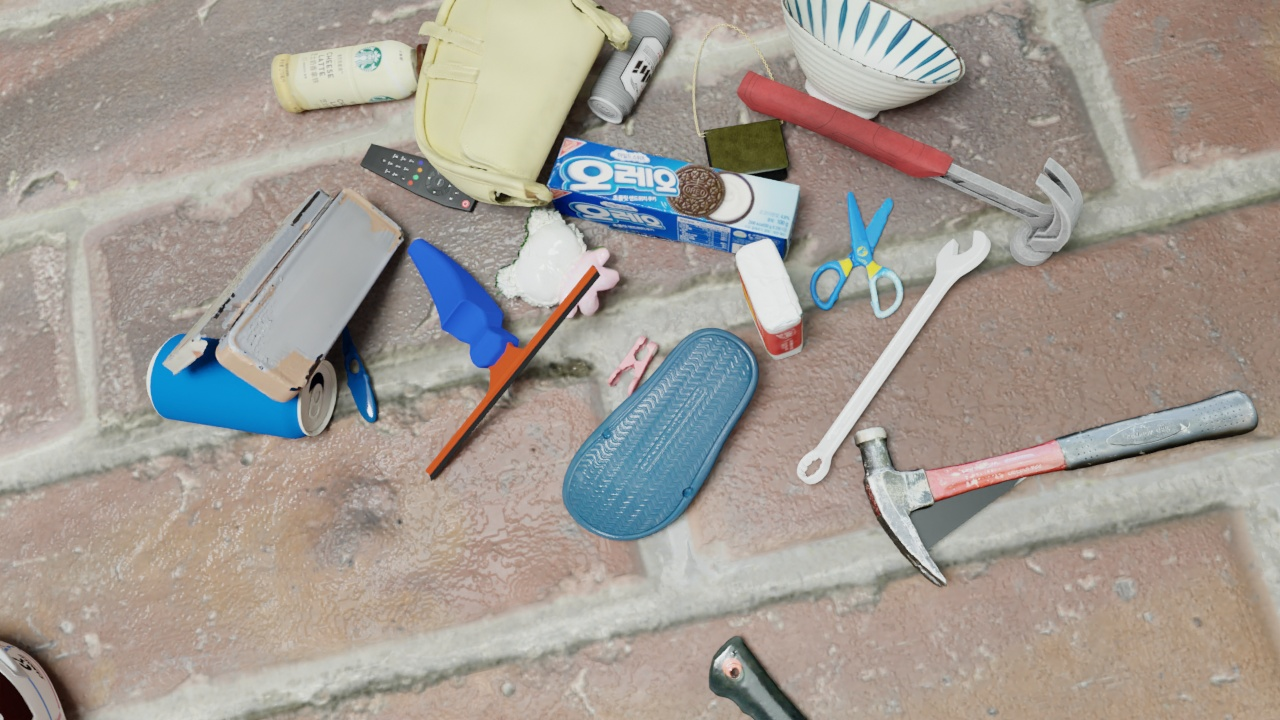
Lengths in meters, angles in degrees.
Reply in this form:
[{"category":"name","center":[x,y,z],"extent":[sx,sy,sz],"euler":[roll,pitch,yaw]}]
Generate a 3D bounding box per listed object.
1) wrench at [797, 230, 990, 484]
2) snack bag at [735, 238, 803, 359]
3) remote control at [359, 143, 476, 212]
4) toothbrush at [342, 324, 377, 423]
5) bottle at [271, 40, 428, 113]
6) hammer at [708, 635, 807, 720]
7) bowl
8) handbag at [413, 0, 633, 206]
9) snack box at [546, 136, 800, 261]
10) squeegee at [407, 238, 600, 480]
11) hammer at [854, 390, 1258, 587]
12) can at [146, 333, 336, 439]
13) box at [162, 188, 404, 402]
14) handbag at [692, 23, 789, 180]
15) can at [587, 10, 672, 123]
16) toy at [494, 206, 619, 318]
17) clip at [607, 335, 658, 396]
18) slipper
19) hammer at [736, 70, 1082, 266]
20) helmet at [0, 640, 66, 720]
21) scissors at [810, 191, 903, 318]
[{"category":"wrench","center":[0.221,-0.005,0.806],"extent":[0.009,0.047,0.273],"euler":[40,82,-26]},{"category":"snack bag","center":[0.112,-0.050,0.786],"extent":[0.036,0.116,0.077],"euler":[-21,75,5]},{"category":"remote control","center":[-0.215,-0.180,0.900],"extent":[0.125,0.010,0.039],"euler":[22,79,10]},{"category":"toothbrush","center":[-0.269,-0.003,0.857],"extent":[0.021,0.016,0.132],"euler":[-21,75,0]},{"category":"bottle","center":[-0.276,-0.283,0.907],"extent":[0.162,0.056,0.056],"euler":[-6,75,3]},{"category":"hammer","center":[0.175,0.358,0.724],"extent":[0.133,0.033,0.333],"euler":[-43,76,-5]},{"category":"bowl","center":[0.199,-0.271,0.841],"extent":[0.177,0.071,0.177],"euler":[12,42,-12]},{"category":"handbag","center":[-0.121,-0.256,0.845],"extent":[0.191,0.088,0.232],"euler":[17,77,30]},{"category":"snack box","center":[0.031,-0.147,0.846],"extent":[0.226,0.059,0.059],"euler":[13,74,9]},{"category":"squeegee","center":[-0.157,-0.044,0.833],"extent":[0.250,0.055,0.185],"euler":[-49,65,19]},{"category":"hammer","center":[0.356,0.089,0.773],"extent":[0.326,0.036,0.140],"euler":[-14,74,1]},{"category":"can","center":[-0.358,0.023,0.826],"extent":[0.146,0.079,0.079],"euler":[8,77,7]},{"category":"box","center":[-0.309,-0.058,0.818],"extent":[0.105,0.096,0.215],"euler":[36,46,-18]},{"category":"handbag","center":[0.092,-0.251,0.889],"extent":[0.084,0.027,0.177],"euler":[-9,70,1]},{"category":"can","center":[-0.010,-0.286,0.891],"extent":[0.044,0.044,0.106],"euler":[26,80,11]},{"category":"toy","center":[-0.072,-0.082,0.845],"extent":[0.109,0.041,0.096],"euler":[30,94,17]},{"category":"clip","center":[-0.010,0.002,0.833],"extent":[0.037,0.022,0.058],"euler":[30,75,14]},{"category":"slipper","center":[0.022,0.067,0.795],"extent":[0.104,0.059,0.214],"euler":[40,94,3]},{"category":"hammer","center":[0.229,-0.184,0.807],"extent":[0.316,0.126,0.036],"euler":[28,79,13]},{"category":"helmet","center":[-0.564,0.357,0.679],"extent":[0.231,0.236,0.314],"euler":[-22,75,-3]},{"category":"scissors","center":[0.212,-0.096,0.841],"extent":[0.105,0.019,0.131],"euler":[28,81,8]}]
